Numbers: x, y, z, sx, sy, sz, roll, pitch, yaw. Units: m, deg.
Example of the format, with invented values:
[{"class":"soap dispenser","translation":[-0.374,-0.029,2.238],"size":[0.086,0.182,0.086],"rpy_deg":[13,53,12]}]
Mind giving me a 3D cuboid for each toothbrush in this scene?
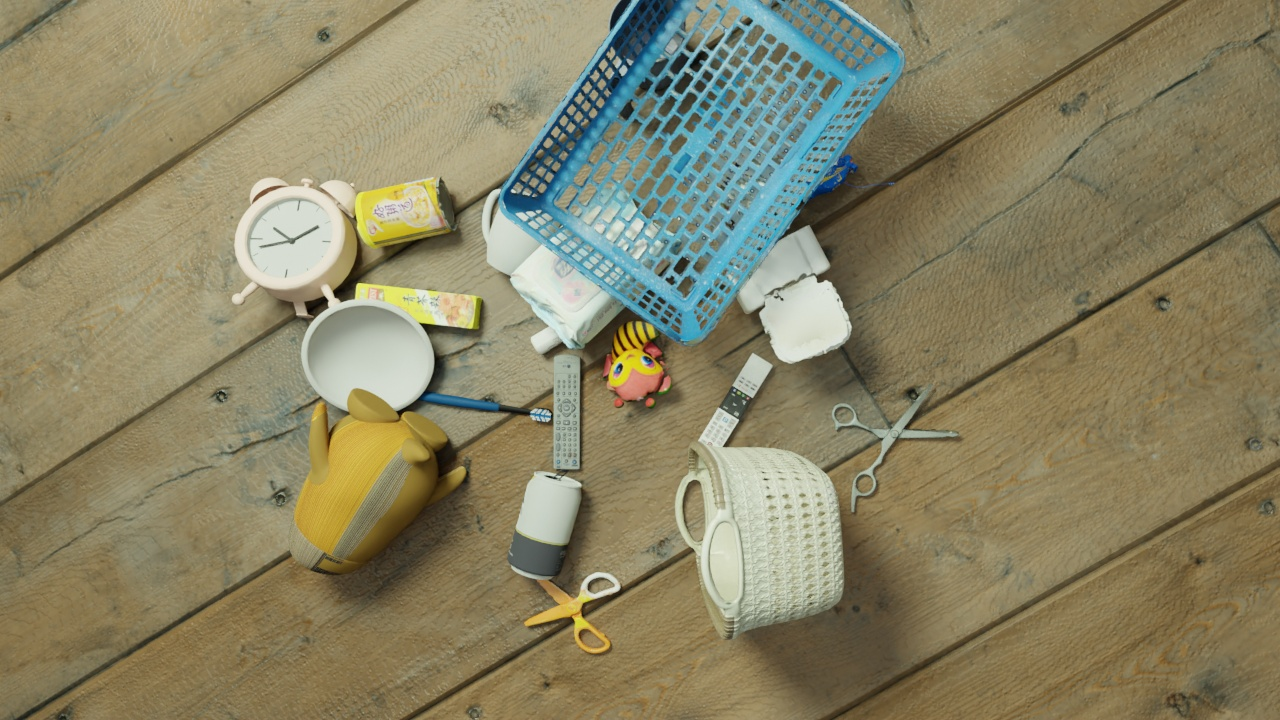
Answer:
[{"class":"toothbrush","translation":[-0.188,0.054,1.101],"size":[0.168,0.014,0.014],"rpy_deg":[8,102,5]}]

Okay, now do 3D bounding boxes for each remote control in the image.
[{"class":"remote control","translation":[-0.087,0.061,1.091],"size":[0.033,0.013,0.136],"rpy_deg":[1,90,5]},{"class":"remote control","translation":[0.110,0.051,1.073],"size":[0.028,0.011,0.124],"rpy_deg":[32,93,5]}]

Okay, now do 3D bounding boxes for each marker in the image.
[{"class":"marker","translation":[-0.071,-0.049,1.084],"size":[0.126,0.025,0.025],"rpy_deg":[-31,87,5]}]

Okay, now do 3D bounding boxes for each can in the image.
[{"class":"can","translation":[-0.276,-0.174,1.081],"size":[0.105,0.067,0.067],"rpy_deg":[-11,89,5]},{"class":"can","translation":[-0.109,0.186,1.069],"size":[0.064,0.064,0.127],"rpy_deg":[16,92,5]},{"class":"can","translation":[0.120,-0.197,1.034],"size":[0.043,0.086,0.086],"rpy_deg":[31,93,4]}]

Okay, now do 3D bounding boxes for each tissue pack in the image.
[{"class":"tissue pack","translation":[-0.050,-0.111,1.044],"size":[0.182,0.070,0.112],"rpy_deg":[-45,72,-3]}]

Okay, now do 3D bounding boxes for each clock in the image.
[{"class":"clock","translation":[-0.406,-0.137,1.097],"size":[0.131,0.086,0.160],"rpy_deg":[3,81,4]}]

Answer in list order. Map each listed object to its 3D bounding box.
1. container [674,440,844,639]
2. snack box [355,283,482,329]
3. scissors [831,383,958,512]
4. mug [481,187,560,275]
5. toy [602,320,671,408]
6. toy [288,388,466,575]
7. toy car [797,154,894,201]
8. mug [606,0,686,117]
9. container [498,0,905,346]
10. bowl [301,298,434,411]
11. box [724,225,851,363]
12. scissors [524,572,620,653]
[{"class":"container","translation":[0.119,0.178,0.965],"size":[0.143,0.246,0.184],"rpy_deg":[-4,94,-4]},{"class":"snack box","translation":[-0.266,-0.065,1.100],"size":[0.148,0.029,0.040],"rpy_deg":[6,91,5]},{"class":"scissors","translation":[0.283,0.099,1.057],"size":[0.141,0.014,0.173],"rpy_deg":[20,93,8]},{"class":"mug","translation":[-0.152,-0.155,1.077],"size":[0.107,0.071,0.089],"rpy_deg":[36,103,32]},{"class":"toy","translation":[-0.006,0.006,1.068],"size":[0.084,0.046,0.103],"rpy_deg":[-4,79,27]},{"class":"toy","translation":[-0.325,0.151,1.061],"size":[0.198,0.162,0.203],"rpy_deg":[31,97,-35]},{"class":"toy car","translation":[0.233,-0.196,1.047],"size":[0.092,0.033,0.062],"rpy_deg":[-39,80,4]},{"class":"mug","translation":[0.002,-0.341,1.035],"size":[0.084,0.104,0.124],"rpy_deg":[27,93,4]},{"class":"container","translation":[0.058,-0.229,0.943],"size":[0.257,0.089,0.362],"rpy_deg":[36,96,-2]},{"class":"bowl","translation":[-0.319,-0.010,1.084],"size":[0.149,0.043,0.150],"rpy_deg":[-3,117,-7]},{"class":"box","translation":[0.171,-0.065,1.011],"size":[0.109,0.126,0.137],"rpy_deg":[-31,90,4]},{"class":"scissors","translation":[-0.076,0.290,1.092],"size":[0.125,0.011,0.127],"rpy_deg":[40,92,3]}]
